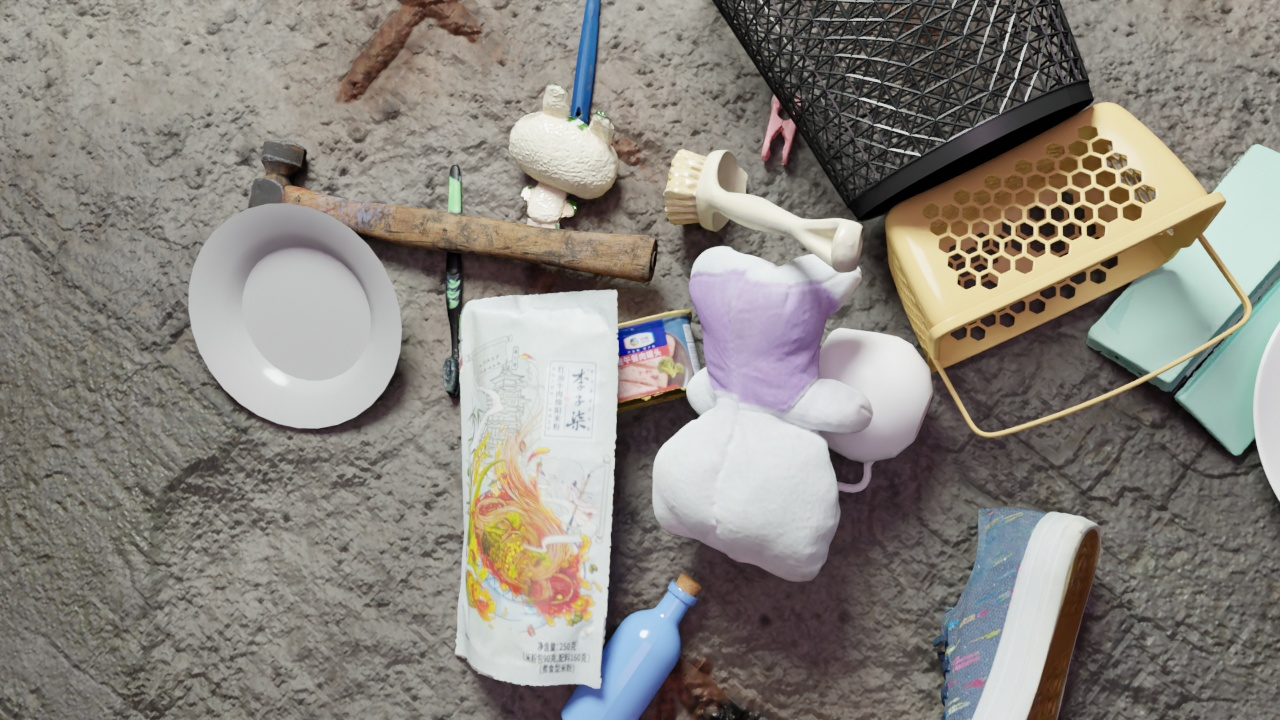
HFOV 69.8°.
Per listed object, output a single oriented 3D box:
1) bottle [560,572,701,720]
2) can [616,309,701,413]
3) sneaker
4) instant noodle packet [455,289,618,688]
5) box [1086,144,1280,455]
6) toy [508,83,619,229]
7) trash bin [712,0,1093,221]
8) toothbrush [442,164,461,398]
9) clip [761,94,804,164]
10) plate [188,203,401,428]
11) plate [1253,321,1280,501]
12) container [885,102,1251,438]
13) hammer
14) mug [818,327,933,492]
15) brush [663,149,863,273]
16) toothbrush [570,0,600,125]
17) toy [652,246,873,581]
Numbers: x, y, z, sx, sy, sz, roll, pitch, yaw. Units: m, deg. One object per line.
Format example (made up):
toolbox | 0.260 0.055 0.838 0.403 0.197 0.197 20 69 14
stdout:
bottle | -0.001 0.208 0.647 0.048 0.048 0.131 34 87 9
can | -0.004 0.004 0.672 0.100 0.054 0.059 -14 82 5
sneaker | 0.235 0.209 0.618 0.079 0.087 0.235 17 88 43
instant noodle packet | -0.081 0.086 0.651 0.147 0.057 0.269 -1 88 32
box | 0.425 -0.044 0.638 0.138 0.056 0.187 40 89 16
toy | -0.060 -0.153 0.700 0.087 0.050 0.113 22 126 4
trash bin | 0.167 -0.240 0.615 0.217 0.217 0.243 -26 87 2
toothbrush | -0.146 -0.064 0.715 0.014 0.017 0.188 -3 81 7
clip | 0.101 -0.179 0.702 0.041 0.023 0.059 20 79 13
plate | -0.261 -0.033 0.702 0.173 0.019 0.173 3 105 10
plate | 0.525 0.040 0.619 0.229 0.030 0.229 0 85 4
container | 0.271 -0.051 0.606 0.183 0.129 0.167 -27 70 9
hammer | -0.150 -0.090 0.702 0.330 0.033 0.120 10 88 12
mug | 0.155 0.040 0.640 0.076 0.090 0.124 22 117 20
brush | 0.072 -0.096 0.586 0.077 0.272 0.062 -12 110 -10
toothbrush | -0.040 -0.278 0.730 0.016 0.017 0.190 5 83 7
toy | 0.075 0.033 0.587 0.138 0.085 0.209 8 96 30
